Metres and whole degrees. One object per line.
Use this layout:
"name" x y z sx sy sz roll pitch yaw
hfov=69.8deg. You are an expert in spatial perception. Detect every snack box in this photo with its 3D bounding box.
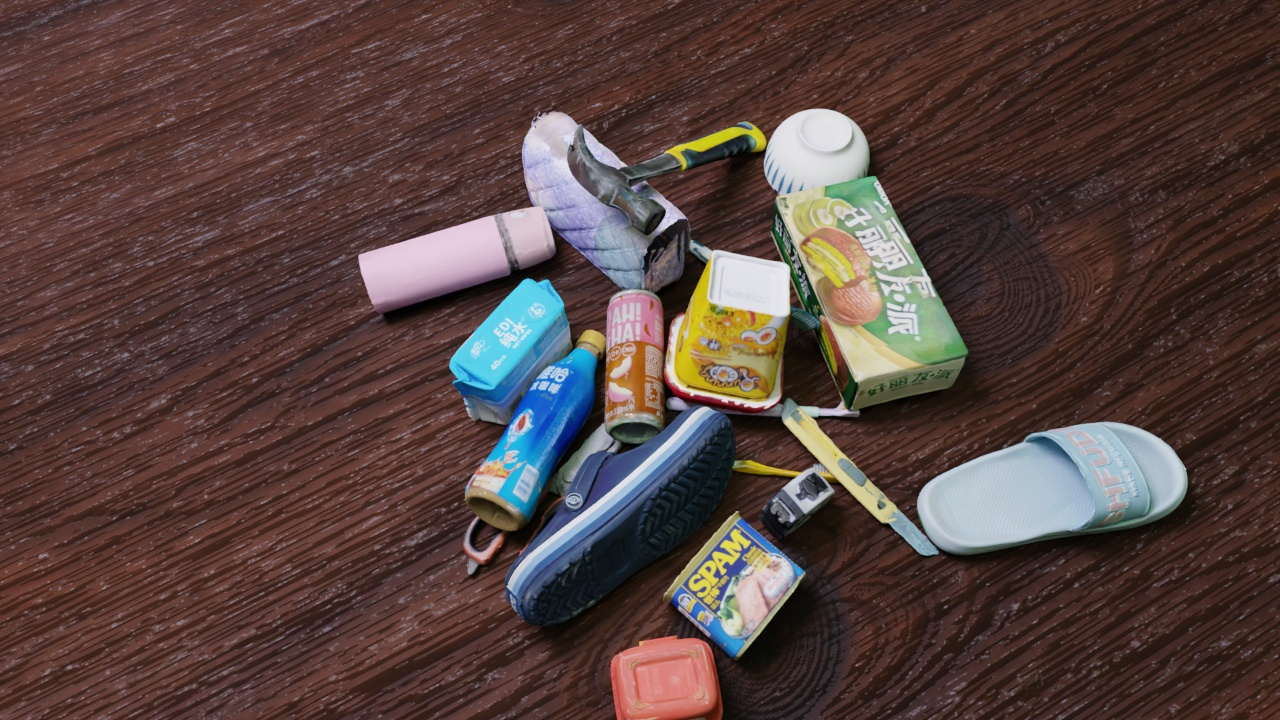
"snack box" 0.223 -0.073 0.928 0.114 0.063 0.239 -12 58 -6
"snack box" 0.021 0.269 0.765 0.091 0.080 0.082 -9 63 -3

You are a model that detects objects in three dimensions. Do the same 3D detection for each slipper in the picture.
"slipper" -0.021 0.134 0.829 0.252 0.105 0.095 -39 52 -17
"slipper" 0.375 0.112 0.837 0.245 0.074 0.104 -14 63 -3

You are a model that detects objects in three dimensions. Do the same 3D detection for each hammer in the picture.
"hammer" 0.041 -0.207 0.928 0.126 0.032 0.322 39 36 13

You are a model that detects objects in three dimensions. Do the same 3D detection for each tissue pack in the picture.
"tissue pack" -0.126 -0.008 0.900 0.063 0.090 0.139 32 69 17

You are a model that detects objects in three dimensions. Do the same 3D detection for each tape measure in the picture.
"tape measure" 0.144 0.130 0.838 0.066 0.066 0.033 -36 73 -13

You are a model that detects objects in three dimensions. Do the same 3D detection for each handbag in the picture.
"handbag" -0.036 -0.157 0.948 0.075 0.134 0.194 -41 71 -17

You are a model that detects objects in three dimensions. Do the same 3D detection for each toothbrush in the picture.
"toothbrush" 0.119 0.045 0.906 0.189 0.029 0.021 1 108 2
"toothbrush" 0.099 0.098 0.884 0.191 0.016 0.018 7 53 5
"toothbrush" 0.109 -0.079 0.945 0.018 0.016 0.191 -27 48 -32

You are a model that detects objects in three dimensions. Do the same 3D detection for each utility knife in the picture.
"utility knife" 0.203 0.112 0.867 0.030 0.021 0.198 -37 80 -30

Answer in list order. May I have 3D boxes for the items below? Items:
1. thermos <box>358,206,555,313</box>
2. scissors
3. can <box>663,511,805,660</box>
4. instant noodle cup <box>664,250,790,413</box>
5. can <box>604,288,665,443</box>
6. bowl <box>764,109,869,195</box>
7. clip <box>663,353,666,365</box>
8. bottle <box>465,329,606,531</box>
"thermos" -0.192 -0.114 0.974 0.198 0.067 0.087 -19 35 -7
"scissors" -0.068 0.131 0.873 0.205 0.015 0.197 -8 63 -2
"can" 0.084 0.199 0.812 0.083 0.057 0.102 39 71 16
"instant noodle cup" 0.089 -0.029 0.869 0.116 0.124 0.115 11 47 -1
"can" -0.005 0.005 0.900 0.058 0.058 0.147 -1 60 1
"bowl" 0.198 -0.234 1.015 0.116 0.066 0.116 -1 64 1
"clip" 0.048 0.009 0.928 0.058 0.041 0.026 5 62 3
"bottle" -0.089 0.057 0.876 0.065 0.065 0.218 20 55 11
